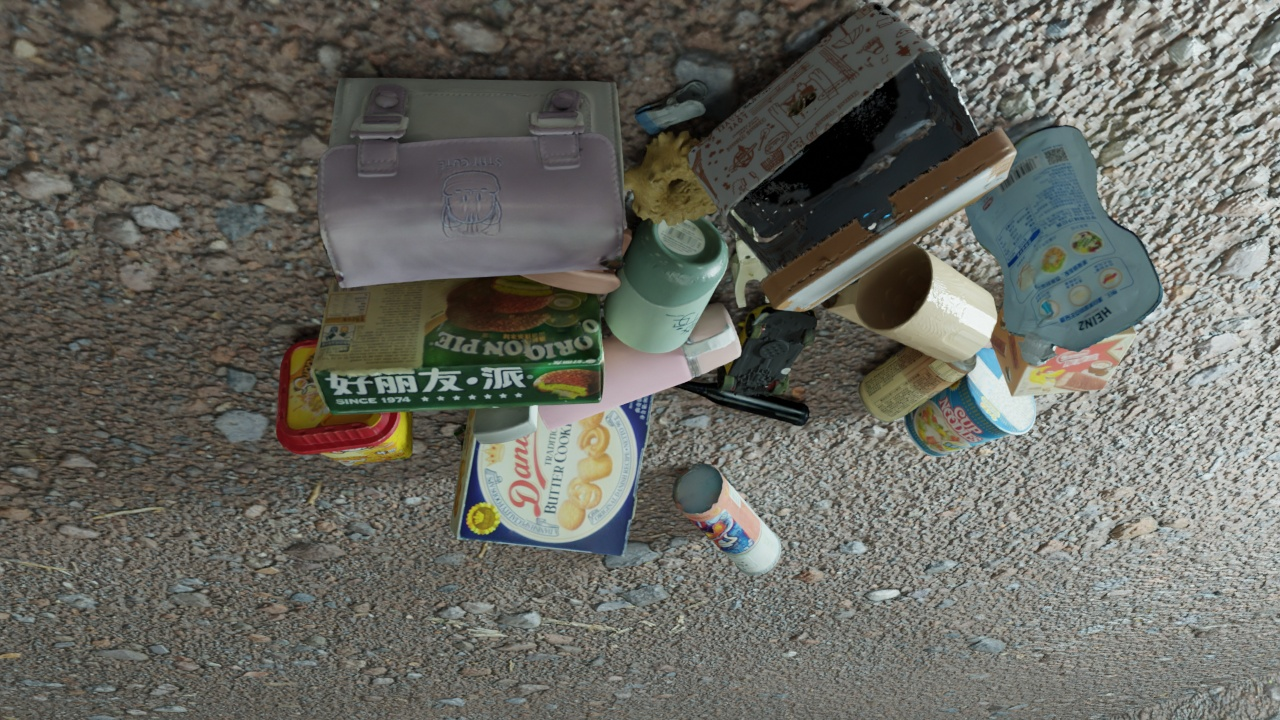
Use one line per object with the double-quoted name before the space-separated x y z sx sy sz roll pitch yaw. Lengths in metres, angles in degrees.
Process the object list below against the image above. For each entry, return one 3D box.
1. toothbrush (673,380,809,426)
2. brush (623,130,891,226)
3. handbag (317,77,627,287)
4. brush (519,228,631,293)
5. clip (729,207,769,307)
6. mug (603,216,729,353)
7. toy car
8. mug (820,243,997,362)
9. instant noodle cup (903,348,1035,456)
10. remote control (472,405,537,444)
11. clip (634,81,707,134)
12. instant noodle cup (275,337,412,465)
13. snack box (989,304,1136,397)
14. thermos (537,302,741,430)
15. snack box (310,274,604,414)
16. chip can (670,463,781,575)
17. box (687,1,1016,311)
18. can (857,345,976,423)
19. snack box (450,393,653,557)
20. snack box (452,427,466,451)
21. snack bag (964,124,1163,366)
"toothbrush" 0.090 0.036 0.987 0.212 0.026 0.027 16 105 -25
"brush" 0.109 -0.135 0.737 0.254 0.045 0.083 4 137 -20
"handbag" -0.111 -0.126 0.634 0.197 0.144 0.099 -2 147 -5
"brush" -0.084 -0.098 0.739 0.145 0.073 0.063 12 142 -19
"clip" 0.094 -0.095 0.807 0.034 0.076 0.103 -10 135 9
"mug" 0.033 -0.073 0.789 0.111 0.082 0.107 -21 154 -33
"toy car" 0.125 -0.011 0.909 0.071 0.041 0.156 4 145 -13
"mug" 0.249 -0.048 0.852 0.103 0.084 0.125 21 161 -34
"instant noodle cup" 0.348 0.054 0.990 0.099 0.099 0.110 14 147 -25
"remote control" -0.120 0.017 0.839 0.056 0.134 0.019 -14 137 11
"clip" 0.024 -0.183 0.677 0.056 0.027 0.024 -16 143 31
"instant noodle cup" -0.277 0.045 0.893 0.116 0.116 0.124 -7 156 2
"snack box" 0.407 -0.023 0.895 0.093 0.077 0.094 -5 144 0
"thermos" -0.005 0.005 0.860 0.198 0.087 0.067 -19 99 2
"snack box" -0.153 -0.019 0.802 0.240 0.114 0.063 -3 140 -4
"chip can" 0.115 0.208 1.189 0.071 0.071 0.215 -18 141 18
"box" 0.155 -0.111 0.638 0.182 0.158 0.148 -38 135 15
"can" 0.285 0.014 0.948 0.058 0.058 0.117 17 139 -28
"snack box" -0.089 0.101 0.938 0.182 0.178 0.046 9 -178 -20
"snack box" -0.134 0.132 1.025 0.118 0.105 0.117 -19 142 18
"snack bag" 0.313 -0.088 0.696 0.111 0.190 0.039 -33 135 33
